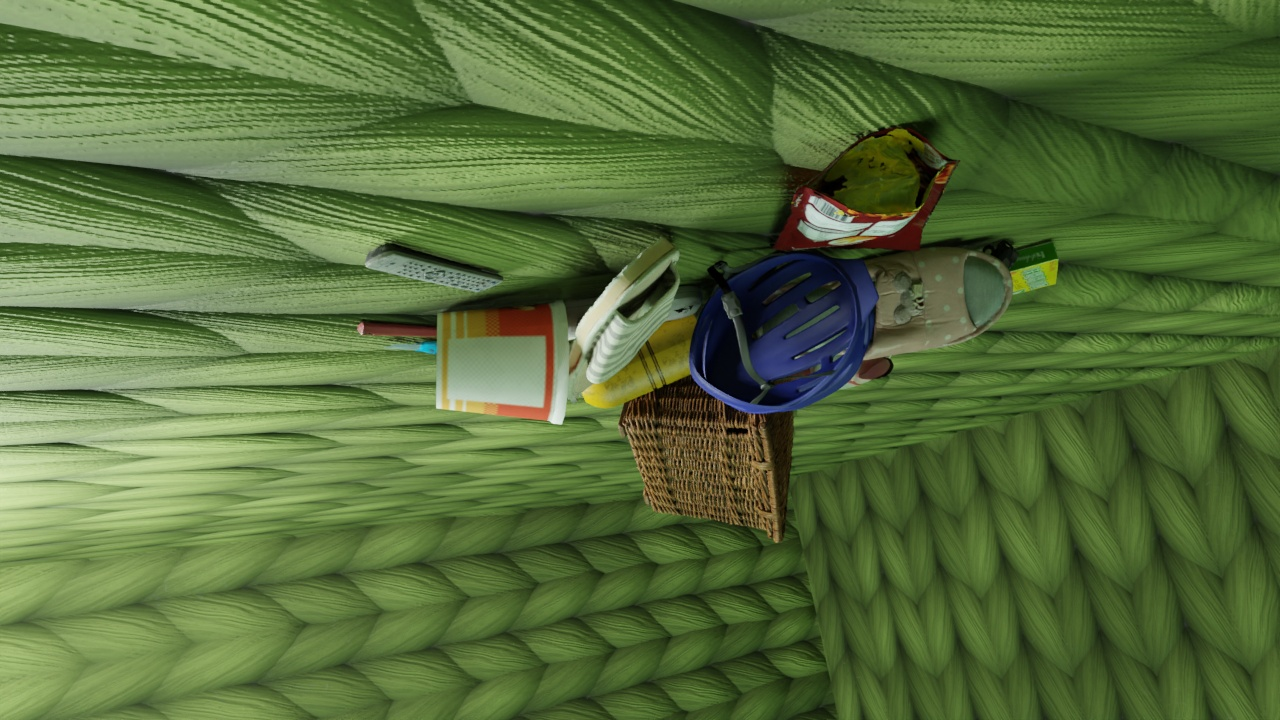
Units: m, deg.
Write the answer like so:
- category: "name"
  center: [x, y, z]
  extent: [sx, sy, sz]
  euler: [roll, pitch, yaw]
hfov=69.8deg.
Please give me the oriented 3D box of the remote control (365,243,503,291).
- category: "remote control"
  center: [-0.170, -0.075, 0.768]
  extent: [0.033, 0.013, 0.136]
  euler: [-18, 165, 28]

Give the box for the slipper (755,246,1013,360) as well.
- category: "slipper"
  center: [0.259, -0.056, 0.985]
  extent: [0.275, 0.114, 0.054]
  euler: [-10, -168, 10]

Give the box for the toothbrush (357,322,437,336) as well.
- category: "toothbrush"
  center: [-0.202, -0.025, 0.948]
  extent: [0.189, 0.016, 0.016]
  euler: [3, 162, -45]

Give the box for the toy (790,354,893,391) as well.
- category: "toy"
  center: [0.242, -0.003, 1.212]
  extent: [0.214, 0.084, 0.141]
  euler: [-14, -159, 37]

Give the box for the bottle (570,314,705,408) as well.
- category: "bottle"
  center: [-0.006, 0.006, 1.040]
  extent: [0.164, 0.071, 0.071]
  euler: [-23, 167, 0]

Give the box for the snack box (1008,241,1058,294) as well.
- category: "snack box"
  center: [0.411, -0.093, 1.106]
  extent: [0.168, 0.027, 0.132]
  euler: [-15, 166, 21]

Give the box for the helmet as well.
- category: "helmet"
  center: [0.112, -0.024, 0.890]
  extent: [0.242, 0.147, 0.227]
  euler: [-32, 160, 37]

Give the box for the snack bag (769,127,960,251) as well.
- category: "snack bag"
  center: [0.181, -0.117, 0.762]
  extent: [0.139, 0.066, 0.208]
  euler: [-6, 169, 5]

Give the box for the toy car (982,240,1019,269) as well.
- category: "toy car"
  center: [0.382, -0.090, 1.018]
  extent: [0.040, 0.037, 0.092]
  euler: [9, 124, -52]

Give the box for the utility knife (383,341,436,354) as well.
- category: "utility knife"
  center: [-0.200, -0.011, 1.018]
  extent: [0.031, 0.015, 0.185]
  euler: [-25, 159, 40]

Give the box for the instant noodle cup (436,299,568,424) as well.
- category: "instant noodle cup"
  center: [-0.139, 0.001, 0.905]
  extent: [0.121, 0.123, 0.124]
  euler: [1, 165, -12]

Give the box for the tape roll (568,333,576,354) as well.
- category: "tape roll"
  center: [-0.072, -0.023, 1.055]
  extent: [0.094, 0.018, 0.094]
  euler: [-9, 167, -2]

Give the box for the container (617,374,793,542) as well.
- category: "container"
  center: [0.089, 0.089, 1.134]
  extent: [0.183, 0.161, 0.250]
  euler: [3, 140, 15]

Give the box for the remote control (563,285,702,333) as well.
- category: "remote control"
  center: [-0.010, -0.052, 0.975]
  extent: [0.151, 0.019, 0.074]
  euler: [-8, 167, -9]

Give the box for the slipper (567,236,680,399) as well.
- category: "slipper"
  center: [-0.021, -0.026, 0.879]
  extent: [0.114, 0.054, 0.273]
  euler: [-47, 176, -26]
